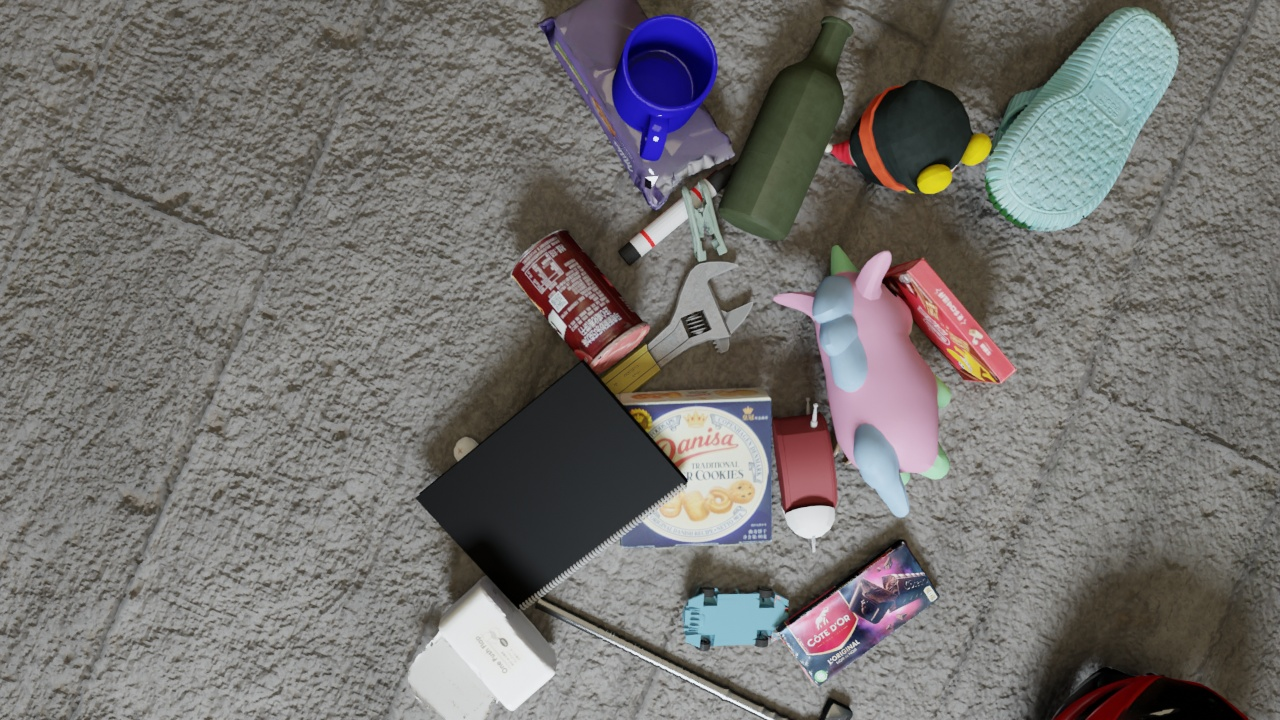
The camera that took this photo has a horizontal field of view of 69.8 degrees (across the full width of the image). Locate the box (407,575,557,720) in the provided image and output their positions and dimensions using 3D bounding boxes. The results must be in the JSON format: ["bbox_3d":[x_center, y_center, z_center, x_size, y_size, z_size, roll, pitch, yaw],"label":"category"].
[{"bbox_3d":[-0.158,0.281,0.843,0.130,0.103,0.110,-39,90,-8],"label":"box"}]

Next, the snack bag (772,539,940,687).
[{"bbox_3d":[0.212,0.245,0.891,0.155,0.018,0.074,-36,102,-1],"label":"snack bag"}]

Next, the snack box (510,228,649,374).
[{"bbox_3d":[-0.056,-0.054,0.845,0.072,0.072,0.121,-40,81,-1],"label":"snack box"}]

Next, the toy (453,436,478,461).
[{"bbox_3d":[-0.126,0.122,0.873,0.125,0.037,0.076,16,96,4],"label":"toy"}]

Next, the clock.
[{"bbox_3d":[0.152,0.107,0.851,0.048,0.096,0.137,-7,91,5],"label":"clock"}]

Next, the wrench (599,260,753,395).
[{"bbox_3d":[-0.005,0.005,0.883,0.273,0.018,0.083,-37,92,0],"label":"wrench"}]

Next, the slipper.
[{"bbox_3d":[0.411,-0.224,0.868,0.116,0.070,0.275,41,75,-3],"label":"slipper"}]

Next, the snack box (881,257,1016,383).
[{"bbox_3d":[0.283,-0.036,0.855,0.021,0.089,0.133,-41,92,-2],"label":"snack box"}]

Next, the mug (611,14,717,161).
[{"bbox_3d":[0.016,-0.227,0.789,0.079,0.083,0.111,9,90,-8],"label":"mug"}]

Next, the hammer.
[{"bbox_3d":[0.042,0.313,0.895,0.325,0.015,0.095,27,91,-1],"label":"hammer"}]

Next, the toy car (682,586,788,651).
[{"bbox_3d":[0.089,0.247,0.888,0.107,0.027,0.060,4,92,-19],"label":"toy car"}]

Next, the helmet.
[{"bbox_3d":[0.454,0.416,0.832,0.217,0.167,0.272,10,91,-2],"label":"helmet"}]

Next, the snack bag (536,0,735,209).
[{"bbox_3d":[-0.004,-0.253,0.858,0.096,0.058,0.205,-33,92,-1],"label":"snack bag"}]

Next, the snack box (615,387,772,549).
[{"bbox_3d":[0.049,0.102,0.866,0.144,0.042,0.145,-2,101,-1],"label":"snack box"}]

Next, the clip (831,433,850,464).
[{"bbox_3d":[0.201,0.070,0.888,0.062,0.025,0.047,-36,91,-5],"label":"clip"}]

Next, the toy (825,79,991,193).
[{"bbox_3d":[0.242,-0.202,0.847,0.097,0.119,0.100,-35,103,-24],"label":"toy"}]

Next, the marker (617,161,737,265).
[{"bbox_3d":[0.040,-0.144,0.881,0.145,0.019,0.019,-40,92,0],"label":"marker"}]

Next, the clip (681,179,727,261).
[{"bbox_3d":[0.059,-0.133,0.866,0.047,0.023,0.076,-20,120,-3],"label":"clip"}]

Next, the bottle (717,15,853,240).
[{"bbox_3d":[0.143,-0.218,0.856,0.071,0.071,0.207,23,91,-2],"label":"bottle"}]

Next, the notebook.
[{"bbox_3d":[-0.082,0.119,0.840,0.207,0.016,0.149,-39,98,13],"label":"notebook"}]

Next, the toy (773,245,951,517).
[{"bbox_3d":[0.206,0.017,0.818,0.171,0.120,0.221,36,49,-33],"label":"toy"}]
